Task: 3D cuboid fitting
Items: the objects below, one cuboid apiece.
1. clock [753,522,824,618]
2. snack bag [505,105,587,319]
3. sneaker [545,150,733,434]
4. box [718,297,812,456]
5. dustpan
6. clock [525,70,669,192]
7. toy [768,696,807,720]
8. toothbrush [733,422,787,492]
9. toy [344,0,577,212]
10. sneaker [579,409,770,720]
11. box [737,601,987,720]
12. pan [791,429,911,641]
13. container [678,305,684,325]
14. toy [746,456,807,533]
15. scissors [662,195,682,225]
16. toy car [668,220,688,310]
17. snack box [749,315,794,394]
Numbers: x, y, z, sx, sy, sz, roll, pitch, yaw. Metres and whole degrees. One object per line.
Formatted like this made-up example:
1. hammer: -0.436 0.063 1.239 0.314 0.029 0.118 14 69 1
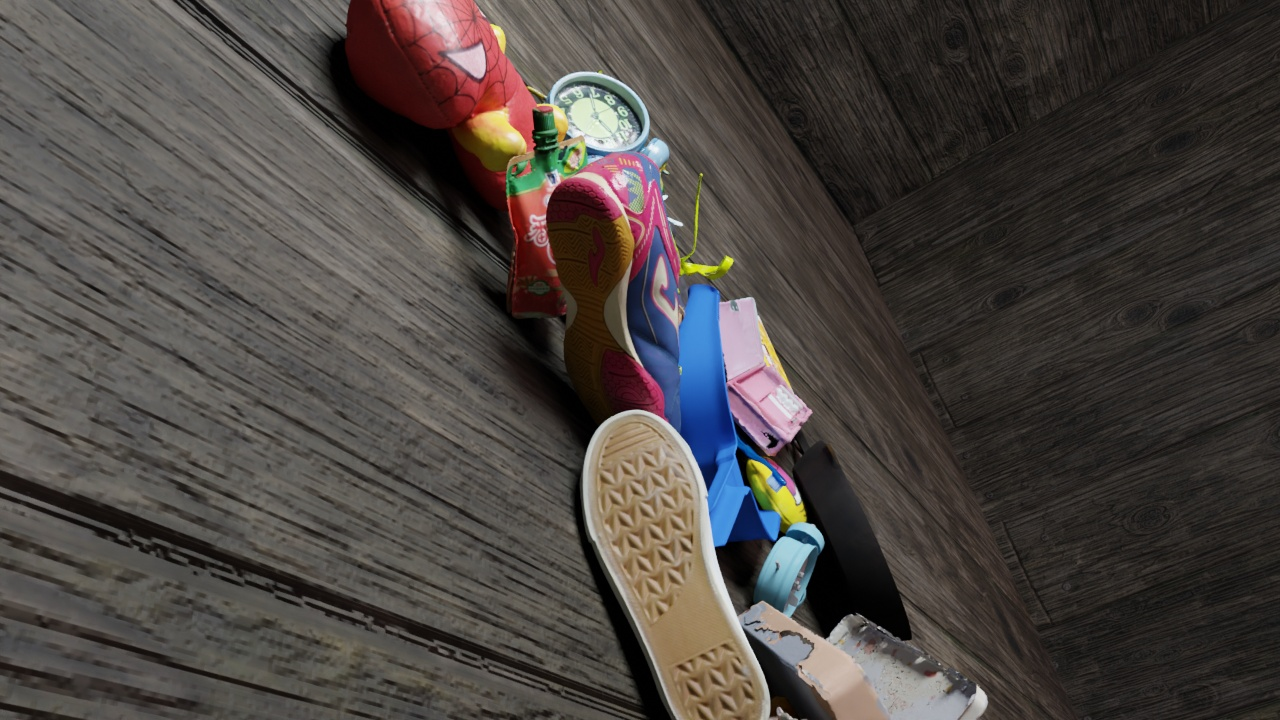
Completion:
1. clock: 0.141 0.193 0.837 0.042 0.087 0.123 22 15 23
2. snack bag: -0.069 -0.108 0.671 0.087 0.044 0.155 -31 133 -44
3. sneaker: 0.005 -0.034 0.677 0.090 0.116 0.242 -42 134 -41
4. box: 0.129 0.016 1.058 0.179 0.059 0.232 63 18 4
5. dustpan: 0.066 0.083 0.782 0.257 0.060 0.246 -50 127 -63
6. clock: -0.038 -0.210 0.892 0.117 0.060 0.162 -27 74 -31
7. toy: 0.092 0.281 0.601 0.176 0.076 0.133 -37 134 -85
8. toothbrush: 0.111 0.092 0.948 0.021 0.016 0.132 31 12 -40
9. toy: -0.131 -0.199 0.684 0.216 0.099 0.147 41 17 -45
10. sneaker: 0.019 0.150 0.632 0.079 0.087 0.235 86 -15 -67
11. box: 0.137 0.223 0.664 0.107 0.094 0.216 33 -8 -6
12. pan: 0.214 0.173 1.053 0.355 0.043 0.249 -108 174 -64
13. container: -0.021 -0.047 0.783 0.114 0.063 0.061 46 28 -19
14. toy: 0.143 0.141 0.966 0.094 0.041 0.095 56 11 -1
15. scissors: -0.010 -0.176 1.008 0.110 0.015 0.132 52 45 7
16. toy car: 0.020 -0.076 0.926 0.081 0.056 0.189 -18 90 -71
17. snack box: 0.165 0.000 1.236 0.075 0.025 0.152 24 41 -59
